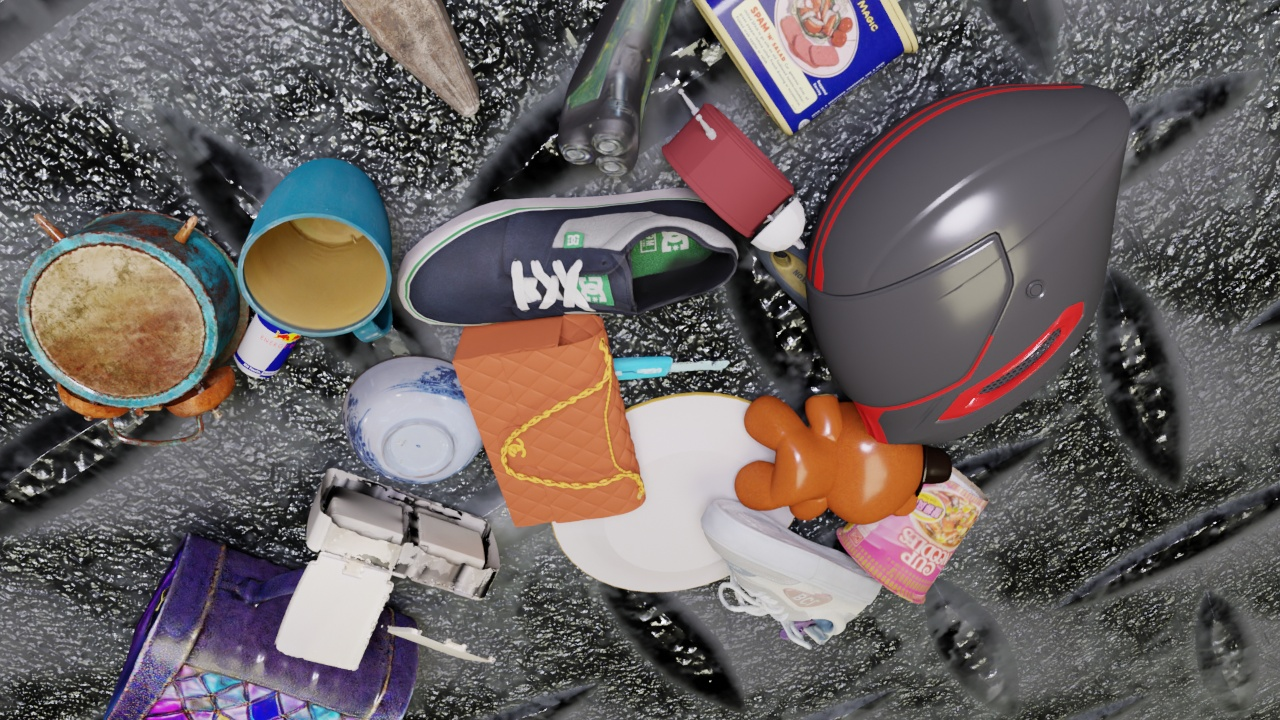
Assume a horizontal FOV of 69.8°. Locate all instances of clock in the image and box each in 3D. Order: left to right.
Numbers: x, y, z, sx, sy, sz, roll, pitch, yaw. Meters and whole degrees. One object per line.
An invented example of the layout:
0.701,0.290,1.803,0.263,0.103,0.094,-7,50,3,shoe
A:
-0.322,-0.018,0.597,0.121,0.073,0.158,0,111,-7,clock
0.065,-0.119,0.605,0.124,0.087,0.044,37,109,-26,clock

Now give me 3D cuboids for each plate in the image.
0.036,0.127,0.802,0.229,0.021,0.230,-5,124,-8,plate

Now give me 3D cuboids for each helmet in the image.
0.206,-0.079,0.612,0.170,0.164,0.265,38,105,-23,helmet

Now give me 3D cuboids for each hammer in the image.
-0.036,-0.277,0.507,0.301,0.037,0.158,-31,124,10,hammer

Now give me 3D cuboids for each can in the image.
-0.246,-0.030,0.632,0.032,0.032,0.095,28,114,-27,can
0.096,-0.207,0.552,0.092,0.056,0.116,-35,123,13,can

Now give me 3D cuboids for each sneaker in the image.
-0.049,-0.061,0.624,0.235,0.079,0.084,-11,126,-4,sneaker
0.123,0.195,0.797,0.242,0.089,0.091,32,92,-44,sneaker

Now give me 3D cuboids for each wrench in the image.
0.180,-0.017,0.736,0.073,0.022,0.273,-38,123,22,wrench

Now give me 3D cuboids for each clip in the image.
0.165,0.267,0.929,0.052,0.013,0.035,-12,126,-7,clip

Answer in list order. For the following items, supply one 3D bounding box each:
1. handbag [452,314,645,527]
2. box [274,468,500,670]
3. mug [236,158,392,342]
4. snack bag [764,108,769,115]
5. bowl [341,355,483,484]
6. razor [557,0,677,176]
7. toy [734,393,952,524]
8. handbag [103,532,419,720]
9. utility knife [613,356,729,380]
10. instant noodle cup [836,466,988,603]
-0.062,0.052,0.692,0.109,0.060,0.172,-7,127,8,handbag
-0.188,0.179,0.673,0.143,0.193,0.106,23,98,-18,box
-0.191,-0.065,0.577,0.084,0.104,0.112,-23,127,4,mug
0.080,-0.235,0.574,0.057,0.013,0.158,-25,124,7,snack bag
-0.170,0.055,0.697,0.114,0.045,0.114,-5,124,-8,bowl
-0.004,-0.188,0.558,0.054,0.067,0.152,15,111,-25,razor
0.169,0.084,0.754,0.176,0.096,0.112,8,107,3,toy
-0.308,0.247,0.749,0.204,0.125,0.222,32,115,-28,handbag
-0.004,0.004,0.715,0.151,0.015,0.022,-5,126,-9,utility knife
0.247,0.143,0.818,0.097,0.097,0.109,28,106,-27,instant noodle cup
